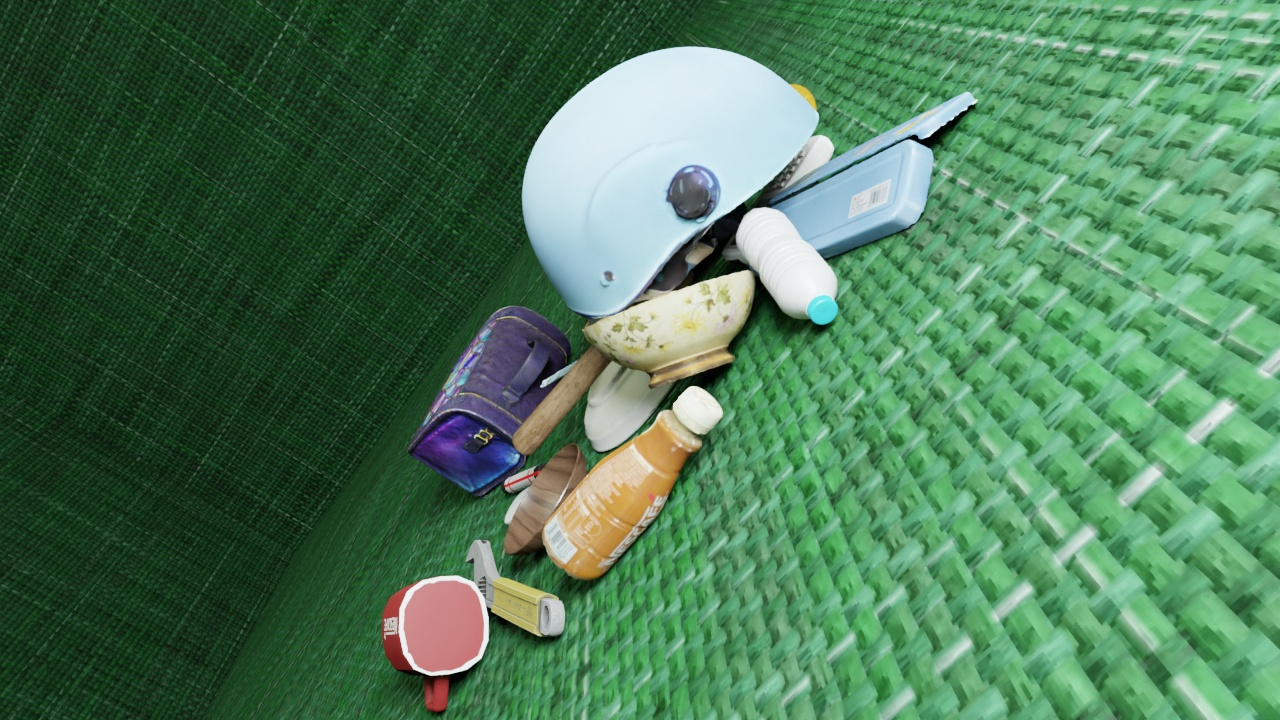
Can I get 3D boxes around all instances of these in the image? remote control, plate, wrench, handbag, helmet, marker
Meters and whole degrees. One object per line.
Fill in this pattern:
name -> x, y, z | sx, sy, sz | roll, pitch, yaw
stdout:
remote control -> -0.108, 0.144, 0.965 | 0.137, 0.013, 0.043 | -37, 23, 50
plate -> -0.005, 0.005, 0.908 | 0.183, 0.034, 0.182 | -50, 15, 19
wrench -> -0.117, 0.205, 0.808 | 0.274, 0.018, 0.083 | 163, 112, -65
remote control -> 0.126, -0.146, 0.844 | 0.138, 0.025, 0.060 | -56, 15, -4
handbag -> -0.188, 0.049, 1.204 | 0.223, 0.125, 0.204 | -41, 20, 39
helmet -> 0.012, -0.164, 0.768 | 0.266, 0.167, 0.225 | -33, 19, 13
marker -> -0.125, 0.132, 1.031 | 0.146, 0.019, 0.019 | -29, 29, 59

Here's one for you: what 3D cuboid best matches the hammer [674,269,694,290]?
hammer -> -0.001, -0.110, 1.110 | 0.132, 0.040, 0.305 | -43, 19, -3

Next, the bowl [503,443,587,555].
bowl -> -0.081, 0.136, 0.859 | 0.119, 0.032, 0.119 | -50, 16, 19

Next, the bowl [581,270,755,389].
bowl -> 0.032, -0.018, 0.728 | 0.145, 0.063, 0.145 | -19, -2, -1

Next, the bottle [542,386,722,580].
bottle -> -0.004, 0.088, 0.673 | 0.167, 0.059, 0.059 | -50, 16, 18

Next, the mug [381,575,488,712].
mug -> -0.188, 0.260, 0.839 | 0.097, 0.080, 0.116 | 144, 121, -61

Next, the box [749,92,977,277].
box -> 0.156, -0.133, 0.703 | 0.126, 0.039, 0.210 | -61, 17, -17

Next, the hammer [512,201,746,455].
hammer -> -0.015, -0.032, 0.877 | 0.322, 0.040, 0.129 | -49, 21, 8

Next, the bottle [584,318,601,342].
bottle -> -0.036, -0.060, 1.058 | 0.046, 0.072, 0.161 | -29, -10, -20

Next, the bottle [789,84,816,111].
bottle -> 0.136, -0.266, 1.023 | 0.053, 0.053, 0.186 | -55, 15, -1

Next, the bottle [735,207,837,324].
bottle -> 0.108, -0.067, 0.662 | 0.044, 0.044, 0.136 | -50, 30, 18

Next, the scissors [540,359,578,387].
scissors -> -0.050, -0.007, 0.968 | 0.173, 0.033, 0.065 | -38, -5, -47
